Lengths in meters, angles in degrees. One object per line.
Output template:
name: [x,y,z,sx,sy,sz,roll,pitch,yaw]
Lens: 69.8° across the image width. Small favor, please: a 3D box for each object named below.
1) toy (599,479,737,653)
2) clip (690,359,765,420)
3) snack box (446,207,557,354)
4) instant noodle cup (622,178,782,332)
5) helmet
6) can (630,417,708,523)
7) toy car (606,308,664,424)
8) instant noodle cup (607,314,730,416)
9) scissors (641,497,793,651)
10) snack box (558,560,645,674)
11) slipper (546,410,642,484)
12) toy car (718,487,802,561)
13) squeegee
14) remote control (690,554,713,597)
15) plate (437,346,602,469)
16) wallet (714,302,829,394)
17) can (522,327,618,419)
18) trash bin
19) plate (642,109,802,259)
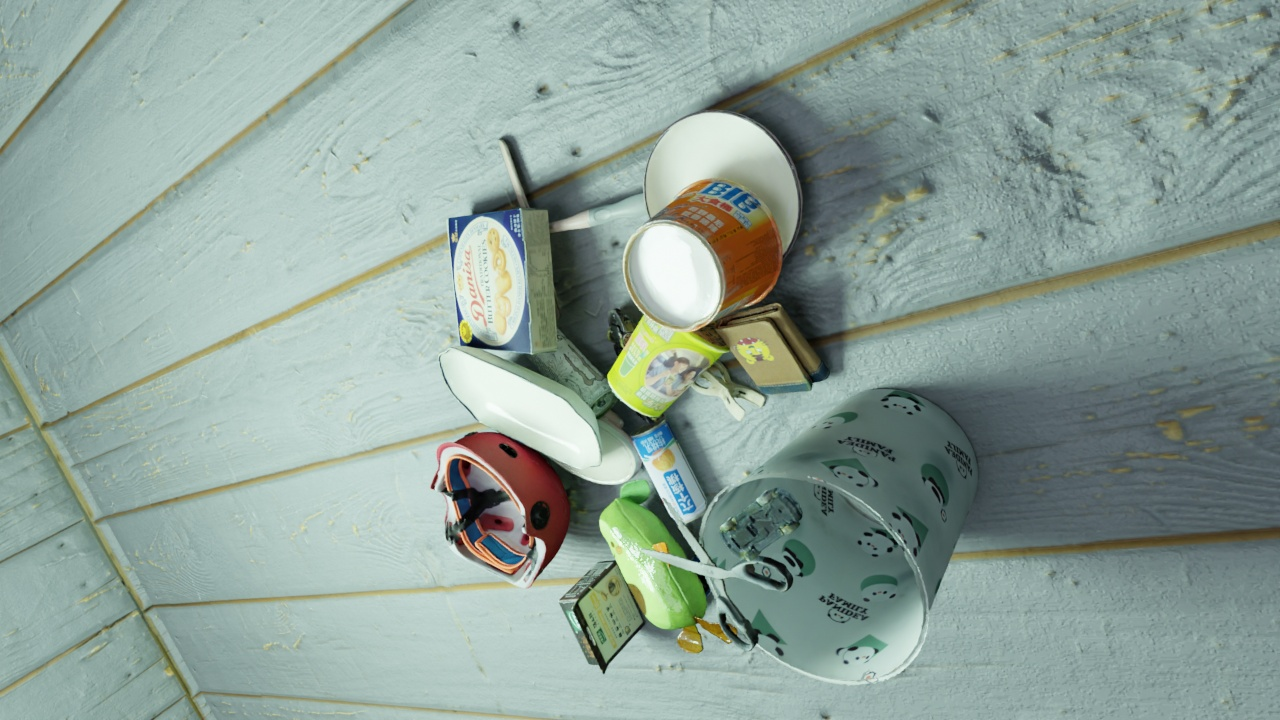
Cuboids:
toy: [0.025,0.285,1.229,0.246,0.089,0.227,55,157,12]
clip: [0.100,0.031,1.112,0.100,0.070,0.035,37,128,25]
snack box: [-0.182,-0.102,1.200,0.183,0.045,0.178,4,101,48]
instant noodle cup: [0.060,-0.105,0.969,0.151,0.111,0.151,17,123,28]
helmet: [-0.191,0.194,1.336,0.207,0.143,0.240,14,123,36]
can: [0.039,0.145,1.204,0.053,0.053,0.134,-21,99,41]
toy car: [-0.007,0.007,1.167,0.070,0.042,0.158,-150,42,-67]
instant noodle cup: [0.026,-0.003,1.076,0.111,0.111,0.124,42,110,12]
scissors: [0.072,0.212,0.907,0.179,0.014,0.159,6,114,38]
snack box: [-0.059,0.375,1.343,0.053,0.125,0.113,-15,103,40]
slipper: [-0.112,0.084,1.284,0.274,0.054,0.114,25,125,21]
toy car: [0.110,0.146,0.829,0.043,0.034,0.091,50,130,9]
squeegee: [-0.063,-0.176,1.129,0.250,0.040,0.248,-7,107,38]
remote control: [0.074,0.315,1.283,0.049,0.024,0.125,41,131,13]
plate: [-0.154,0.055,1.215,0.266,0.034,0.162,22,144,26]
wallet: [0.148,-0.011,1.029,0.090,0.033,0.115,-12,130,38]
can: [-0.096,0.012,1.222,0.146,0.058,0.058,45,131,20]
trash bin: [0.222,0.161,0.945,0.230,0.251,0.230,17,121,30]
plate: [0.093,-0.181,1.007,0.193,0.038,0.193,16,122,28]
